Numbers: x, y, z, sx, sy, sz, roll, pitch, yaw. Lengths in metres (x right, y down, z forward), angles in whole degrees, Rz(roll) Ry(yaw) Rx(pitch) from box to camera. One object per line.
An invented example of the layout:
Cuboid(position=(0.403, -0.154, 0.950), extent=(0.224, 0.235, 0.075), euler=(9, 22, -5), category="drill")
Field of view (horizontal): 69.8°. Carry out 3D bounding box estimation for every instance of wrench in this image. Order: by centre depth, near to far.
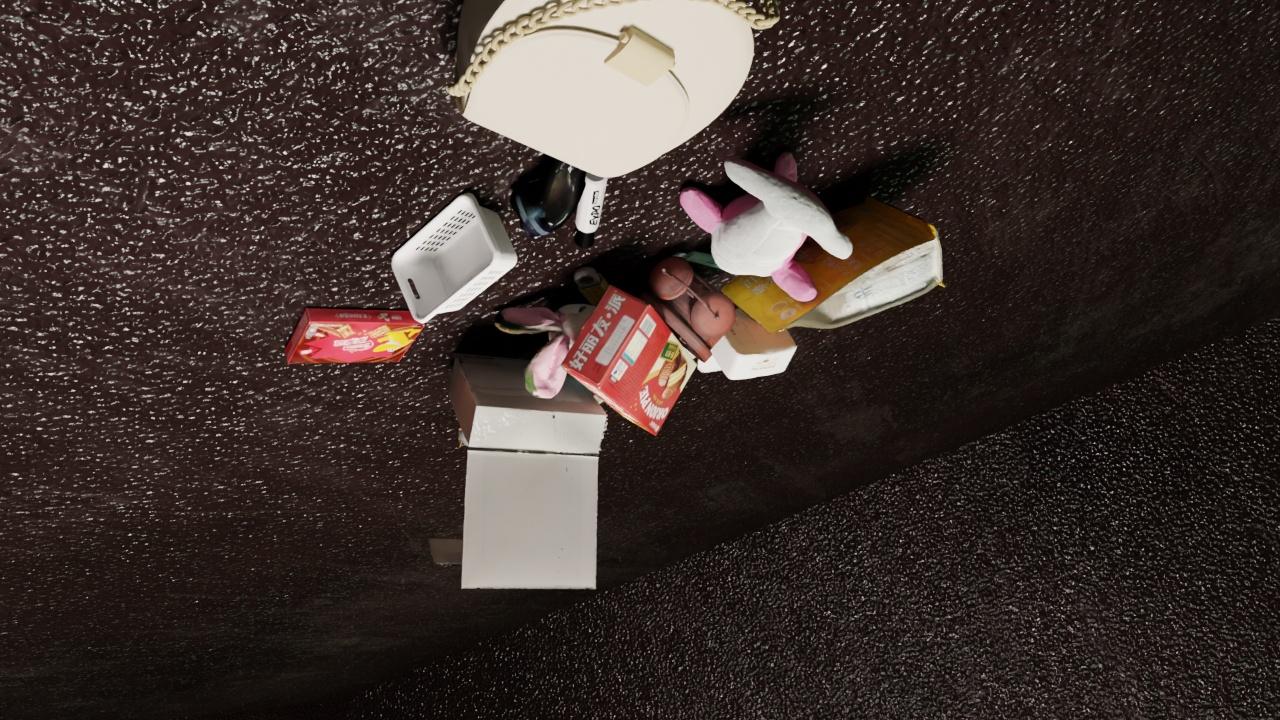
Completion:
Cuboid(position=(-0.019, -0.053, 1.195), extent=(0.084, 0.018, 0.273), euler=(-17, 152, 13), category="wrench")

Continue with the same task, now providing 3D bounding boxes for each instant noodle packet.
Cuboid(position=(0.221, -0.101, 1.093), extent=(0.221, 0.163, 0.084), euler=(-24, 120, -6), category="instant noodle packet")

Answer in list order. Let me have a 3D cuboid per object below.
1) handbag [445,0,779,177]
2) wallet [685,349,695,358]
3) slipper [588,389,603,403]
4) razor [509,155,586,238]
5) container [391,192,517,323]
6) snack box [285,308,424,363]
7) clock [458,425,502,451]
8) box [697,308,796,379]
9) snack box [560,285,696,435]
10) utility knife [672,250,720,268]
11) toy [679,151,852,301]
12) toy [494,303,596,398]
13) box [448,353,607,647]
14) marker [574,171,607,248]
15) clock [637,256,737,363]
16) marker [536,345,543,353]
Cuboid(position=(-0.027, -0.245, 0.701), extent=(0.210, 0.103, 0.209), euler=(15, 142, -41), category="handbag")
Cuboid(position=(0.049, -0.018, 1.357), extent=(0.086, 0.032, 0.116), euler=(-25, 157, 7), category="wallet")
Cuboid(position=(-0.145, 0.079, 1.367), extent=(0.113, 0.054, 0.275), euler=(-32, -176, -42), category="slipper")
Cuboid(position=(-0.082, -0.176, 0.870), extent=(0.063, 0.052, 0.141), euler=(21, 139, -10), category="razor")
Cuboid(position=(-0.183, -0.101, 0.921), extent=(0.129, 0.080, 0.049), euler=(-33, 166, 29), category="container")
Cuboid(position=(-0.324, -0.027, 1.042), extent=(0.132, 0.021, 0.090), euler=(-1, 151, -38), category="snack box")
Cuboid(position=(-0.212, 0.092, 1.312), extent=(0.148, 0.103, 0.056), euler=(-26, 148, 29), category="clock")
Cuboid(position=(0.143, -0.007, 1.368), extent=(0.108, 0.124, 0.137), euler=(-7, 138, -27), category="box")
Cuboid(position=(-0.007, 0.007, 1.132), extent=(0.113, 0.060, 0.236), euler=(-59, 156, -7), category="snack box")
Cuboid(position=(0.089, -0.128, 1.163), extent=(0.128, 0.015, 0.022), euler=(6, 149, -41), category="utility knife")
Cuboid(position=(0.142, -0.161, 0.998), extent=(0.127, 0.186, 0.266), euler=(-56, -175, -7), category="toy")
Cuboid(position=(-0.066, -0.017, 1.144), extent=(0.106, 0.131, 0.205), euler=(-36, 154, 23), category="toy")
Cuboid(position=(-0.134, 0.144, 1.105), extent=(0.166, 0.368, 0.151), euler=(6, 149, -23), category="box")
Cuboid(position=(-0.054, -0.157, 0.960), extent=(0.025, 0.025, 0.126), euler=(-13, 157, -15), category="marker")
Cuboid(position=(0.060, -0.065, 1.134), extent=(0.072, 0.120, 0.157), euler=(-47, 168, -2), category="clock")
Cuboid(position=(-0.071, -0.023, 1.261), extent=(0.145, 0.021, 0.023), euler=(-13, -173, -16), category="marker")
